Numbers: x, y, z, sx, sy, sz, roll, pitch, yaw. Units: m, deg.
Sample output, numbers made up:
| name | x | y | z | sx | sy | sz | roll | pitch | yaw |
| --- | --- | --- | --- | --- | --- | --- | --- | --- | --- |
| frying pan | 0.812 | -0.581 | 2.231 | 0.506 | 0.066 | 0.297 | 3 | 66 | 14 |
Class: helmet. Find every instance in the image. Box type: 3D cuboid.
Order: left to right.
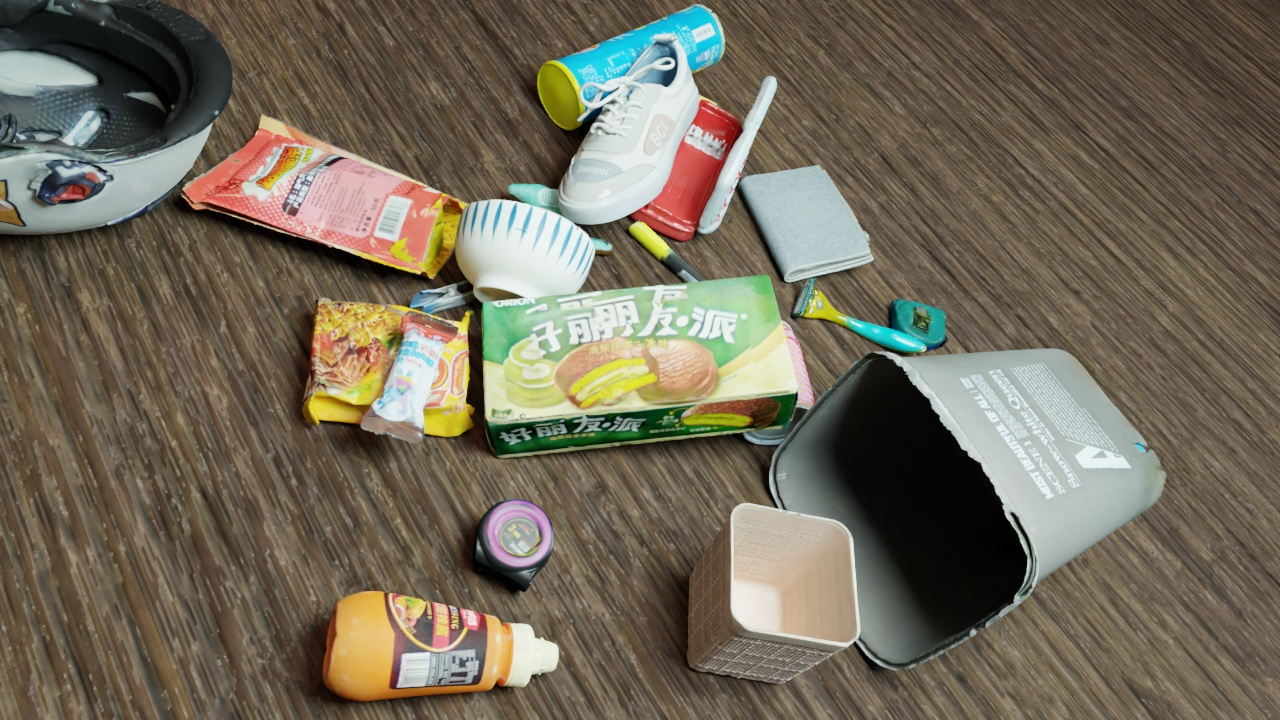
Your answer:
| name | x | y | z | sx | sy | sz | roll | pitch | yaw |
| --- | --- | --- | --- | --- | --- | --- | --- | --- | --- |
| helmet | -0.460 | -0.180 | 0.680 | 0.273 | 0.157 | 0.229 | 0 | 53 | -33 |

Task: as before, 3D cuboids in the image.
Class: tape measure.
| name | x | y | z | sx | sy | sz | roll | pitch | yaw |
| --- | --- | --- | --- | --- | --- | --- | --- | --- | --- |
| tape measure | -0.091 | 0.131 | 0.659 | 0.057 | 0.039 | 0.057 | 26 | 56 | 0 |
| tape measure | 0.280 | -0.036 | 0.921 | 0.058 | 0.025 | 0.054 | 17 | 51 | -7 |

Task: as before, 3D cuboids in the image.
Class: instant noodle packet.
| name | x | y | z | sx | sy | sz | roll | pitch | yaw |
| --- | --- | --- | --- | --- | --- | --- | --- | --- | --- |
| instant noodle packet | -0.192 | 0.003 | 0.714 | 0.128 | 0.044 | 0.110 | 6 | 58 | -16 |

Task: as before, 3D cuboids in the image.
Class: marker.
| name | x | y | z | sx | sy | sz | roll | pitch | yaw |
| --- | --- | --- | --- | --- | --- | --- | --- | --- | --- |
| marker | 0.038 | -0.091 | 0.879 | 0.124 | 0.018 | 0.015 | 42 | 58 | 12 |

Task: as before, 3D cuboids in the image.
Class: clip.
| name | x | y | z | sx | sy | sz | roll | pitch | yaw |
| --- | --- | --- | --- | --- | --- | --- | --- | --- | --- |
| clip | -0.166 | -0.053 | 0.776 | 0.057 | 0.026 | 0.037 | -21 | 72 | -37 |

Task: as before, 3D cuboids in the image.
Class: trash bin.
| name | x | y | z | sx | sy | sz | roll | pitch | yaw |
| --- | --- | --- | --- | --- | --- | --- | --- | --- | --- |
| trash bin | 0.261 | 0.096 | 0.719 | 0.219 | 0.199 | 0.199 | -10 | 59 | -32 |

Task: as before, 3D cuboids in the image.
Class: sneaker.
| name | x | y | z | sx | sy | sz | roll | pitch | yaw |
| --- | --- | --- | --- | --- | --- | --- | --- | --- | --- |
| sneaker | -0.008 | -0.226 | 0.867 | 0.090 | 0.091 | 0.241 | 11 | 49 | 22 |

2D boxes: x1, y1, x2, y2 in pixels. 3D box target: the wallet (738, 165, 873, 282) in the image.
| name | x | y | z | sx | sy | sz | roll | pitch | yaw |
| --- | --- | --- | --- | --- | --- | --- | --- | --- | --- |
| wallet | 0.173 | -0.143 | 0.955 | 0.106 | 0.037 | 0.129 | -12 | 59 | -14 |

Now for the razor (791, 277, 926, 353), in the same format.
| name | x | y | z | sx | sy | sz | roll | pitch | yaw |
| --- | --- | --- | --- | --- | --- | --- | --- | --- | --- |
| razor | 0.215 | -0.036 | 0.895 | 0.132 | 0.028 | 0.043 | 23 | 74 | 1 |

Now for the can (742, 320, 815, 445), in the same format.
| name | x | y | z | sx | sy | sz | roll | pitch | yaw |
| --- | --- | --- | --- | --- | --- | --- | --- | --- | --- |
| can | 0.112 | 0.018 | 0.795 | 0.066 | 0.067 | 0.093 | 4 | 55 | -17 |

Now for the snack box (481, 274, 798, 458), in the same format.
| name | x | y | z | sx | sy | sz | roll | pitch | yaw |
| --- | --- | --- | --- | --- | --- | --- | --- | --- | --- |
| snack box | -0.004 | 0.004 | 0.728 | 0.240 | 0.063 | 0.114 | -6 | 56 | -3 |

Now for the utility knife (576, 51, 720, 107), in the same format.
| name | x | y | z | sx | sy | sz | roll | pitch | yaw |
| --- | --- | --- | --- | --- | --- | --- | --- | --- | --- |
| utility knife | 0.013 | -0.312 | 1.038 | 0.182 | 0.019 | 0.030 | 20 | 46 | 1 |

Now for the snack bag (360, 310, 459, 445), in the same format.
| name | x | y | z | sx | sy | sz | roll | pitch | yaw |
| --- | --- | --- | --- | --- | --- | --- | --- | --- | --- |
| snack bag | -0.169 | 0.011 | 0.675 | 0.045 | 0.026 | 0.105 | 22 | 58 | -17 |

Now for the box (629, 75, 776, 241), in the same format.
| name | x | y | z | sx | sy | sz | roll | pitch | yaw |
| --- | --- | --- | --- | --- | --- | --- | --- | --- | --- |
| box | 0.066 | -0.219 | 0.932 | 0.094 | 0.100 | 0.200 | 25 | 50 | -2 |

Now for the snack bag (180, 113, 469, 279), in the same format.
| name | x | y | z | sx | sy | sz | roll | pitch | yaw |
| --- | --- | --- | --- | --- | --- | --- | --- | --- | --- |
| snack bag | -0.261 | -0.139 | 0.784 | 0.208 | 0.073 | 0.128 | 19 | 47 | 1 |

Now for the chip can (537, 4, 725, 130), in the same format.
| name | x | y | z | sx | sy | sz | roll | pitch | yaw |
| --- | --- | --- | --- | --- | --- | --- | --- | --- | --- |
| chip can | -0.007 | -0.316 | 0.981 | 0.209 | 0.071 | 0.071 | -33 | 71 | -29 |

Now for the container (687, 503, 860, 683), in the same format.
| name | x | y | z | sx | sy | sz | roll | pitch | yaw |
| --- | --- | --- | --- | --- | --- | --- | --- | --- | --- |
| container | 0.086 | 0.170 | 0.646 | 0.090 | 0.111 | 0.089 | 12 | 52 | -11 |

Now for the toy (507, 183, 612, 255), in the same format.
| name | x | y | z | sx | sy | sz | roll | pitch | yaw |
| --- | --- | --- | --- | --- | --- | --- | --- | --- | --- |
| toy | -0.074 | -0.124 | 0.859 | 0.096 | 0.030 | 0.091 | 3 | 59 | -26 |

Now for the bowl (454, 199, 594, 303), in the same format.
| name | x | y | z | sx | sy | sz | roll | pitch | yaw |
| --- | --- | --- | --- | --- | --- | --- | --- | --- | --- |
| bowl | -0.102 | -0.078 | 0.765 | 0.116 | 0.117 | 0.066 | 17 | 71 | -8 |

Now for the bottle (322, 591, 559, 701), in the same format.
| name | x | y | z | sx | sy | sz | roll | pitch | yaw |
| --- | --- | --- | --- | --- | --- | --- | --- | --- | --- |
| bottle | -0.125 | 0.188 | 0.594 | 0.149 | 0.067 | 0.066 | 11 | 52 | -21 |
